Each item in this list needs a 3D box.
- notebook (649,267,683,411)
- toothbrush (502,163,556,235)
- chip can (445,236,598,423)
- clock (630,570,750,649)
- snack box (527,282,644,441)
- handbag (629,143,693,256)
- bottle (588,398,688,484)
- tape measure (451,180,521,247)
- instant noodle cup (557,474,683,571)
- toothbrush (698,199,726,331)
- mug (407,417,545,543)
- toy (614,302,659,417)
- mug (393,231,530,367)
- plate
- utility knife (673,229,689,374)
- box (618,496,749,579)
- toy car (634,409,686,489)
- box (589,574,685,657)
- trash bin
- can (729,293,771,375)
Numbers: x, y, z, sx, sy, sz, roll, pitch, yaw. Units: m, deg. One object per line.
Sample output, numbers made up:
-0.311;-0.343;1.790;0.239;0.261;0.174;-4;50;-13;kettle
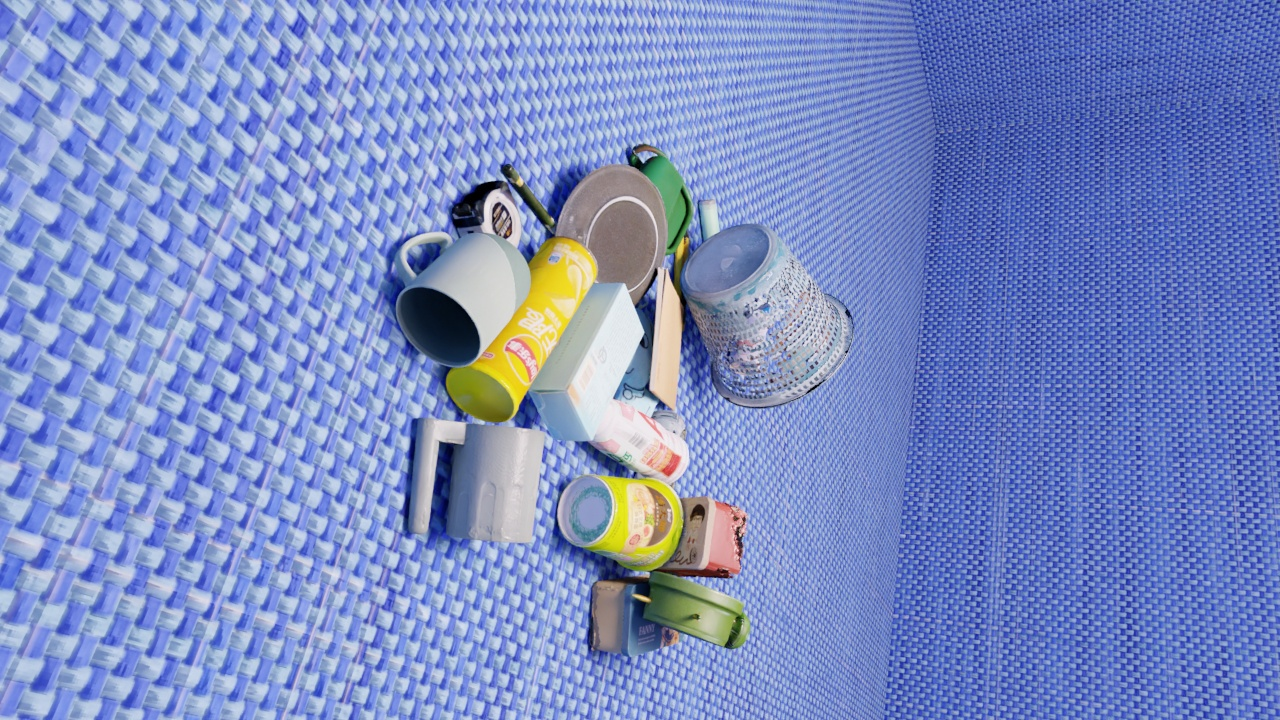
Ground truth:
0.036;-0.020;1.183;0.211;0.012;0.149;47;47;-77;notebook
-0.099;-0.153;0.997;0.186;0.012;0.017;51;40;-52;toothbrush
-0.110;-0.035;0.905;0.212;0.072;0.072;-62;143;-43;chip can
0.066;0.299;1.089;0.161;0.116;0.056;41;65;-52;clock
-0.054;-0.002;0.974;0.174;0.052;0.074;-64;145;-40;snack box
0.008;-0.197;1.164;0.120;0.068;0.131;61;39;-32;handbag
-0.020;0.087;1.085;0.197;0.068;0.068;35;58;-44;bottle
-0.145;-0.132;0.878;0.065;0.034;0.066;-53;134;-48;tape measure
-0.029;0.179;1.046;0.123;0.112;0.111;26;67;-53;instant noodle cup
0.116;-0.138;1.420;0.027;0.026;0.225;-36;122;-53;toothbrush
-0.150;0.109;0.834;0.123;0.084;0.103;10;81;-36;mug
-0.007;0.007;1.143;0.161;0.050;0.156;29;71;-60;toy
-0.161;-0.067;0.806;0.112;0.082;0.106;45;42;-13;mug
-0.026;-0.133;1.051;0.179;0.024;0.180;-18;117;-40;plate
0.059;-0.087;1.314;0.033;0.015;0.215;8;83;-61;utility knife
0.055;0.216;1.117;0.077;0.169;0.091;21;68;-33;box
0.024;0.124;1.202;0.037;0.054;0.120;48;49;-57;toy car
-0.003;0.314;1.142;0.184;0.061;0.089;15;76;-65;box
0.162;-0.078;1.302;0.195;0.227;0.225;53;44;-37;trash bin
0.182;-0.045;1.524;0.053;0.053;0.134;51;46;-52;can
